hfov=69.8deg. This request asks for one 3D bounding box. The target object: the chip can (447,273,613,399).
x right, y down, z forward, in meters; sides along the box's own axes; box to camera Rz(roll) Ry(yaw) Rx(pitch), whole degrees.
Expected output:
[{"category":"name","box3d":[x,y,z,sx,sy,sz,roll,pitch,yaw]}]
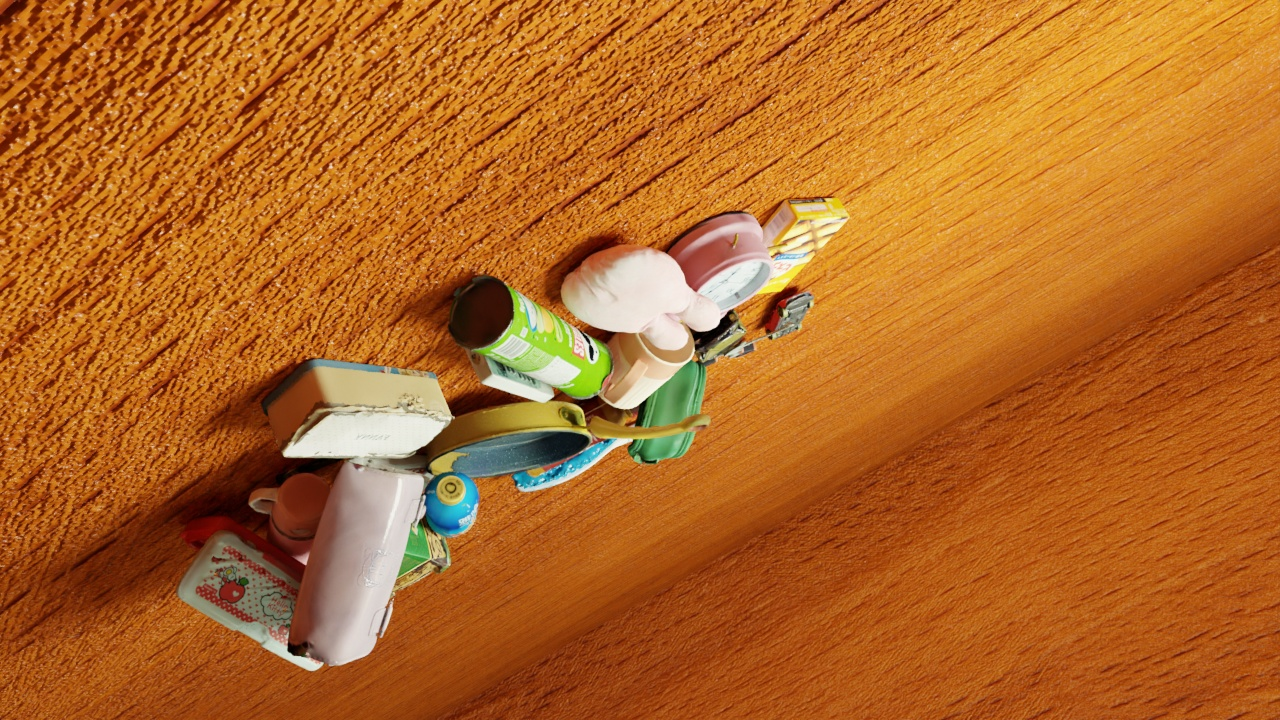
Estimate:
[{"category":"chip can","box3d":[-0.102,-0.017,0.917,0.072,0.072,0.236,-32,158,11]}]

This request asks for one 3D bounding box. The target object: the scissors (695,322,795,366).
[{"category":"scissors","box3d":[0.109,-0.007,1.209,0.189,0.015,0.222,-22,175,2]}]

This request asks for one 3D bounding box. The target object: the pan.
[{"category":"pan","box3d":[-0.086,0.088,1.056,0.358,0.078,0.197,-20,162,24]}]

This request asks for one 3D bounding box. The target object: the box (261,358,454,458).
[{"category":"box","box3d":[-0.273,0.050,0.887,0.090,0.061,0.184,-37,155,21]}]

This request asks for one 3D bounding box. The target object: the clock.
[{"category":"clock","box3d":[0.072,-0.087,0.983,0.117,0.059,0.159,-1,148,-48]}]

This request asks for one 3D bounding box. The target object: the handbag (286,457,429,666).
[{"category":"handbag","box3d":[-0.292,0.203,0.953,0.098,0.197,0.145,17,173,-2]}]

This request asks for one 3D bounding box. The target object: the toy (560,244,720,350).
[{"category":"toy","box3d":[0.001,-0.060,0.915,0.159,0.054,0.122,30,136,-35]}]

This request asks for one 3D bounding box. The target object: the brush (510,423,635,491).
[{"category":"brush","box3d":[-0.045,0.115,1.331,0.314,0.060,0.110,-24,164,-17]}]

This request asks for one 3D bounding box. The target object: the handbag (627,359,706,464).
[{"category":"handbag","box3d":[0.031,0.062,1.152,0.068,0.131,0.120,16,157,-6]}]

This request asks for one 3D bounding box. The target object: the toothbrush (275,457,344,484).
[{"category":"toothbrush","box3d":[-0.310,0.095,1.010,0.185,0.012,0.017,-22,158,-13]}]

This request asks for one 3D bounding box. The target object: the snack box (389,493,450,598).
[{"category":"snack box","box3d":[-0.328,0.229,1.161,0.118,0.117,0.105,-30,155,11]}]

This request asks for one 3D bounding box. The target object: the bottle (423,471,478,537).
[{"category":"bottle","box3d":[-0.224,0.168,1.085,0.065,0.065,0.219,-21,170,-16]}]

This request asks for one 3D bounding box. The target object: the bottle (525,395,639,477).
[{"category":"bottle","box3d":[-0.080,0.091,1.215,0.175,0.057,0.057,-28,159,2]}]

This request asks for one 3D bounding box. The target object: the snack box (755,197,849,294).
[{"category":"snack box","box3d":[0.161,-0.127,1.037,0.086,0.033,0.141,-9,154,-38]}]

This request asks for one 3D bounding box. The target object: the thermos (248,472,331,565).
[{"category":"thermos","box3d":[-0.396,0.186,1.034,0.087,0.067,0.199,8,151,-19]}]

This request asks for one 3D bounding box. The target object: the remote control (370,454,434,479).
[{"category":"remote control","box3d":[-0.299,0.136,1.107,0.056,0.020,0.135,-40,155,28]}]

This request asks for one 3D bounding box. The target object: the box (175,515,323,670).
[{"category":"box","box3d":[-0.417,0.259,1.004,0.095,0.101,0.201,-10,137,33]}]

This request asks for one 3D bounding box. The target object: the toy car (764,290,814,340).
[{"category":"toy car","box3d":[0.199,-0.063,1.230,0.049,0.031,0.106,-22,160,-16]}]

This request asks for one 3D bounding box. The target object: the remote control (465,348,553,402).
[{"category":"remote control","box3d":[-0.135,0.009,0.960,0.019,0.056,0.135,-33,158,13]}]

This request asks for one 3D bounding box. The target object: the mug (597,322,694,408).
[{"category":"mug","box3d":[-0.006,0.006,1.048,0.106,0.081,0.114,-44,-170,42]}]

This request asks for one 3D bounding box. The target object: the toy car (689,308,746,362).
[{"category":"toy car","box3d":[0.092,-0.029,1.103,0.070,0.042,0.158,-34,-174,8]}]
